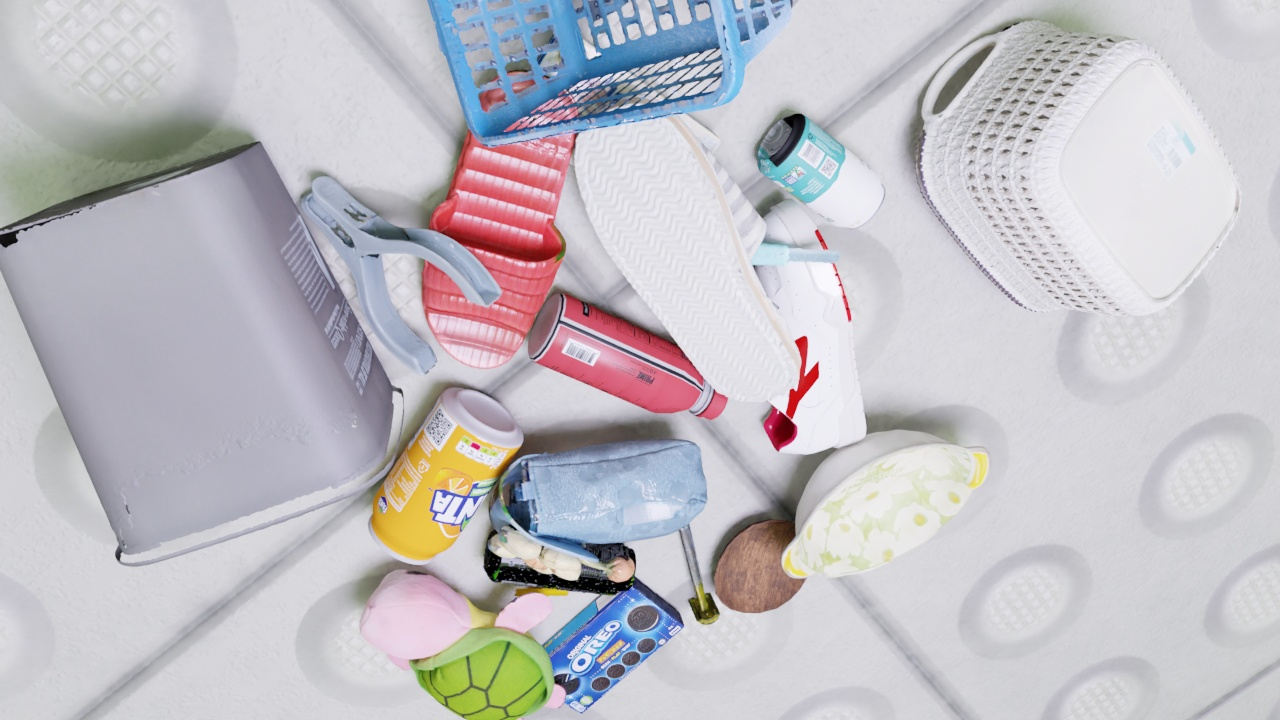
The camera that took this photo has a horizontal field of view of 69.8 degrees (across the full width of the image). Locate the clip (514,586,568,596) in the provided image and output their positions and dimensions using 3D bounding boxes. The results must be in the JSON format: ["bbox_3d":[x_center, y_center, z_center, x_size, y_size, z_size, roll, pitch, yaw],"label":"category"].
[{"bbox_3d":[-0.098,0.220,0.887,0.054,0.046,0.048,2,83,-15],"label":"clip"}]

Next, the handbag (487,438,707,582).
[{"bbox_3d":[-0.037,0.133,0.795,0.191,0.122,0.118,-2,72,-17],"label":"handbag"}]

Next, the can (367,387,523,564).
[{"bbox_3d":[-0.166,0.098,0.777,0.079,0.079,0.143,29,106,-24],"label":"can"}]

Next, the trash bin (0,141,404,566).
[{"bbox_3d":[-0.299,-0.018,0.637,0.197,0.197,0.220,-19,112,-4],"label":"trash bin"}]

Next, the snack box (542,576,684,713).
[{"bbox_3d":[-0.037,0.288,0.930,0.150,0.027,0.082,-44,116,10],"label":"snack box"}]

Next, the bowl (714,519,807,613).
[{"bbox_3d":[0.121,0.202,0.925,0.102,0.026,0.114,13,111,-19],"label":"bowl"}]

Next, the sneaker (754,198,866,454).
[{"bbox_3d":[0.119,-0.015,0.787,0.104,0.090,0.237,-19,123,-2],"label":"sneaker"}]

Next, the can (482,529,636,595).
[{"bbox_3d":[-0.075,0.187,0.856,0.137,0.054,0.054,11,112,-18],"label":"can"}]

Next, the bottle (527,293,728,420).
[{"bbox_3d":[-0.005,0.005,0.779,0.176,0.062,0.062,24,108,-22],"label":"bottle"}]

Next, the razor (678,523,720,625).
[{"bbox_3d":[0.054,0.208,0.912,0.026,0.042,0.106,-15,109,-3],"label":"razor"}]

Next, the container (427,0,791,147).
[{"bbox_3d":[-0.048,-0.315,0.500,0.089,0.258,0.362,-28,113,-34],"label":"container"}]

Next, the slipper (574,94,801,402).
[{"bbox_3d":[0.044,-0.079,0.711,0.115,0.053,0.273,-17,118,26],"label":"slipper"}]

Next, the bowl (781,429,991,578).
[{"bbox_3d":[0.221,0.126,0.874,0.219,0.060,0.188,-27,138,1],"label":"bowl"}]

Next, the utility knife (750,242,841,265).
[{"bbox_3d":[0.092,-0.086,0.730,0.015,0.148,0.022,-29,119,-50],"label":"utility knife"}]

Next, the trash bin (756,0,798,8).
[{"bbox_3d":[0.099,-0.348,0.578,0.156,0.156,0.183,37,100,-26],"label":"trash bin"}]

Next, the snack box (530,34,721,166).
[{"bbox_3d":[-0.020,-0.179,0.704,0.150,0.026,0.082,30,108,-24],"label":"snack box"}]

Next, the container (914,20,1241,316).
[{"bbox_3d":[0.356,-0.147,0.741,0.251,0.143,0.184,39,88,-26],"label":"container"}]

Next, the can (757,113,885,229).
[{"bbox_3d":[0.146,-0.151,0.740,0.101,0.055,0.055,30,106,-24],"label":"can"}]

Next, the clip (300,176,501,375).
[{"bbox_3d":[-0.192,-0.048,0.706,0.173,0.030,0.165,31,132,10],"label":"clip"}]

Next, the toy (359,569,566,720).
[{"bbox_3d":[-0.160,0.278,0.858,0.190,0.087,0.238,-22,122,22],"label":"toy"}]

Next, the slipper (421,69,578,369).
[{"bbox_3d":[-0.109,-0.092,0.696,0.103,0.059,0.249,10,122,-14],"label":"slipper"}]
